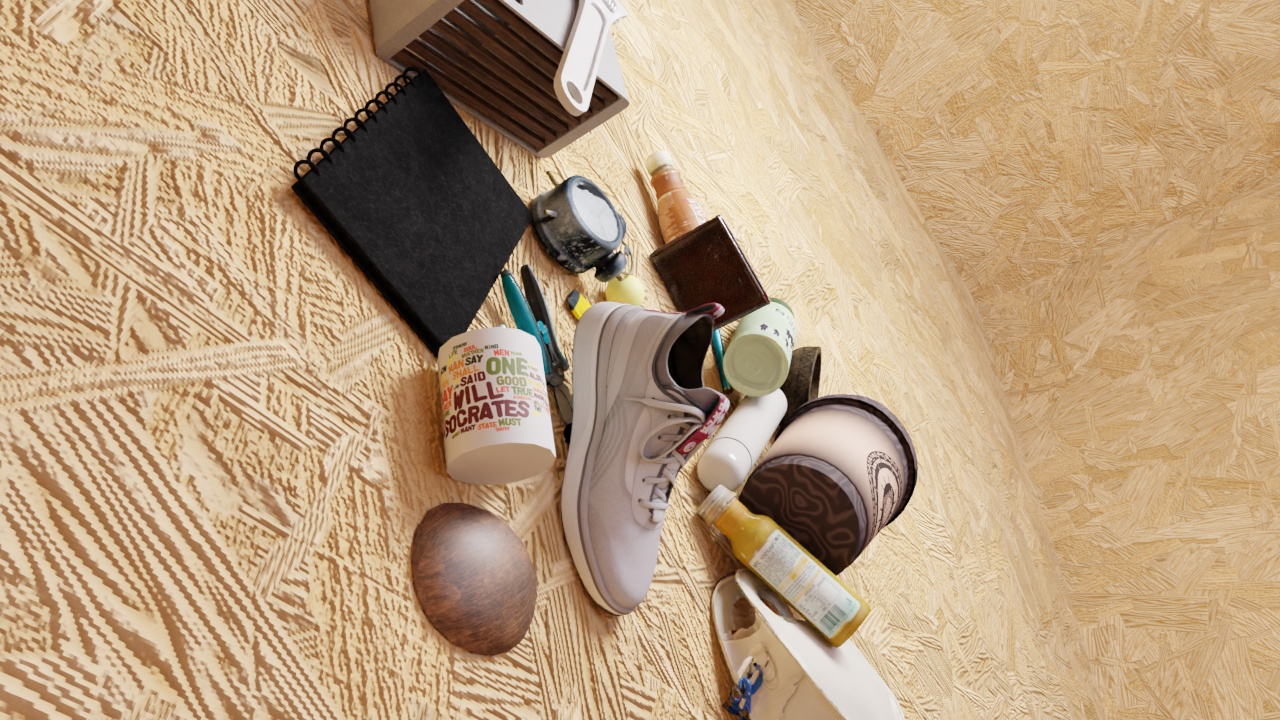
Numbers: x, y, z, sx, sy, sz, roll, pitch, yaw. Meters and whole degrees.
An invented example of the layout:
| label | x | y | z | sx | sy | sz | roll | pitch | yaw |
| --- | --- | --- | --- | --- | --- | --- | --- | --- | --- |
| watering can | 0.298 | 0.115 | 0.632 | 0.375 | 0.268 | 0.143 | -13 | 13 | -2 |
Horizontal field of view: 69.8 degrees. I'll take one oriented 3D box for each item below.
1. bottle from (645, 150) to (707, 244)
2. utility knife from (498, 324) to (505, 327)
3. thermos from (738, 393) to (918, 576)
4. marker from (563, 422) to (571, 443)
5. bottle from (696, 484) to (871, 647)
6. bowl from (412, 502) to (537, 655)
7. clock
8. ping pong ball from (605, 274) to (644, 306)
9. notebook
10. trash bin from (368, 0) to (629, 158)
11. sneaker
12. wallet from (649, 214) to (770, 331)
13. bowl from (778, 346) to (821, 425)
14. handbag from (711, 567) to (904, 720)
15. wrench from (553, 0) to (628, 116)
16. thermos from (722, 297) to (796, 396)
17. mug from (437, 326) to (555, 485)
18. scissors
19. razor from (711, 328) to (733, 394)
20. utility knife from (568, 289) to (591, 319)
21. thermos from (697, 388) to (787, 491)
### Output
| label | x | y | z | sx | sy | sz | roll | pitch | yaw |
| --- | --- | --- | --- | --- | --- | --- | --- | --- | --- |
| bottle | 0.048 | -0.179 | 1.128 | 0.059 | 0.059 | 0.167 | 1 | 66 | -61 |
| utility knife | -0.096 | 0.026 | 0.741 | 0.022 | 0.015 | 0.119 | 103 | -33 | -81 |
| thermos | 0.204 | 0.141 | 1.014 | 0.225 | 0.173 | 0.172 | -25 | 90 | -62 |
| marker | -0.019 | 0.083 | 0.827 | 0.140 | 0.016 | 0.016 | 30 | 42 | -49 |
| bottle | 0.136 | 0.197 | 0.898 | 0.186 | 0.053 | 0.053 | 41 | 23 | 15 |
| bowl | -0.102 | 0.142 | 0.615 | 0.114 | 0.026 | 0.101 | 37 | 38 | -43 |
| clock | -0.052 | -0.127 | 0.903 | 0.129 | 0.052 | 0.090 | 37 | 37 | -38 |
| ping pong ball | -0.016 | -0.068 | 0.937 | 0.040 | 0.040 | 0.040 | 42 | 34 | -38 |
| notebook | -0.170 | -0.129 | 0.734 | 0.169 | 0.019 | 0.230 | 54 | 28 | -24 |
| trash bin | -0.128 | -0.305 | 0.854 | 0.228 | 0.115 | 0.114 | 22 | 49 | -54 |
| sneaker | 0.011 | 0.073 | 0.745 | 0.096 | 0.129 | 0.262 | 23 | 65 | -51 |
| wallet | 0.080 | -0.096 | 1.071 | 0.120 | 0.099 | 0.031 | 60 | 20 | -10 |
| bowl | 0.199 | 0.038 | 1.201 | 0.121 | 0.056 | 0.121 | 8 | 89 | -73 |
| handbag | 0.144 | 0.293 | 0.886 | 0.200 | 0.093 | 0.199 | 28 | 23 | -50 |
| wrench | -0.053 | -0.311 | 0.845 | 0.087 | 0.018 | 0.272 | 47 | 32 | -31 |
| thermos | 0.153 | -0.022 | 1.150 | 0.082 | 0.082 | 0.231 | 60 | 18 | -8 |
| mug | -0.101 | 0.039 | 0.666 | 0.105 | 0.073 | 0.089 | 70 | 8 | -63 |
| scissors | -0.085 | -0.014 | 0.783 | 0.148 | 0.019 | 0.131 | 45 | 37 | -46 |
| razor | 0.097 | -0.023 | 1.130 | 0.042 | 0.022 | 0.143 | 50 | 31 | -57 |
| utility knife | -0.005 | 0.005 | 0.917 | 0.206 | 0.018 | 0.030 | 45 | 38 | -25 |
| thermos | 0.117 | 0.085 | 1.032 | 0.052 | 0.052 | 0.223 | 61 | 27 | -6 |
